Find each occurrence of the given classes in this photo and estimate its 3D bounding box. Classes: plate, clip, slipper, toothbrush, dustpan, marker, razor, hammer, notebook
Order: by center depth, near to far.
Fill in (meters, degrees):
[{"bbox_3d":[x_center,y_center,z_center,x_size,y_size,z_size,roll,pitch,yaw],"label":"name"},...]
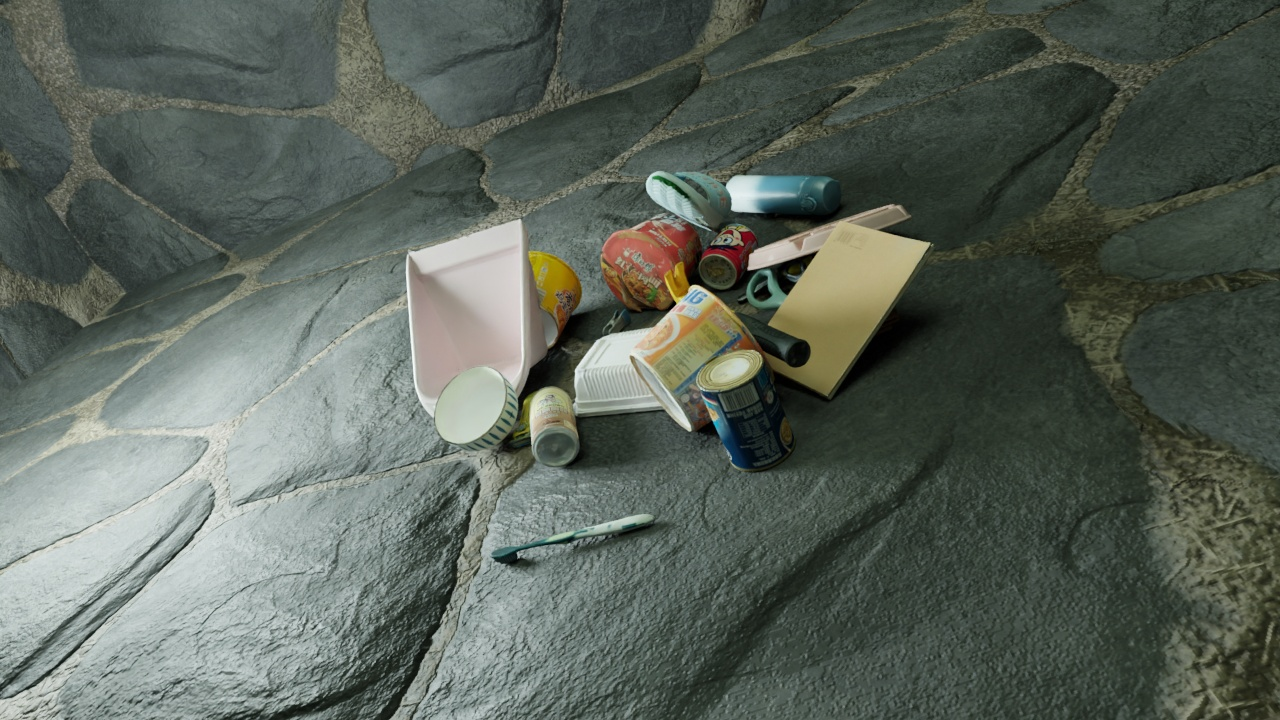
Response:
[{"bbox_3d":[-0.074,0.193,0.986,0.192,0.018,0.016,-15,28,14],"label":"toothbrush"},{"bbox_3d":[0.230,-0.067,1.085,0.211,0.012,0.149,-55,38,-3],"label":"notebook"},{"bbox_3d":[0.113,-0.046,1.112,0.033,0.129,0.301,-40,26,-8],"label":"hammer"},{"bbox_3d":[-0.150,0.072,1.256,0.043,0.028,0.132,-22,25,15],"label":"razor"},{"bbox_3d":[0.254,-0.171,1.260,0.229,0.028,0.229,-19,5,2],"label":"plate"},{"bbox_3d":[0.193,-0.114,1.314,0.124,0.015,0.018,-29,26,-2],"label":"marker"},{"bbox_3d":[-0.250,-0.049,1.334,0.223,0.273,0.138,-15,11,26],"label":"dustpan"},{"bbox_3d":[-0.038,-0.053,1.388,0.041,0.026,0.058,3,41,31],"label":"clip"},{"bbox_3d":[0.099,-0.248,1.429,0.104,0.245,0.074,31,97,26],"label":"slipper"}]

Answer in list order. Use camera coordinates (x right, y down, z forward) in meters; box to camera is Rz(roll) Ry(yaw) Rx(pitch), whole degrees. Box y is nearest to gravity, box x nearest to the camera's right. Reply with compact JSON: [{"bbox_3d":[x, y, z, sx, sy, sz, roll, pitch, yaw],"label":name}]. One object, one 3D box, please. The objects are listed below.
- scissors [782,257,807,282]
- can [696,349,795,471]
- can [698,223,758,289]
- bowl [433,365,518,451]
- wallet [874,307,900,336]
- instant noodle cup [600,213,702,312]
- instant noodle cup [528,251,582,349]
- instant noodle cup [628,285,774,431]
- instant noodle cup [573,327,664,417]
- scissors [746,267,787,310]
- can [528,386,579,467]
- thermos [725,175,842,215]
[{"bbox_3d":[0.241,-0.103,1.238,0.175,0.014,0.159,-39,35,-20],"label":"scissors"},{"bbox_3d":[0.112,0.052,0.973,0.075,0.111,0.075,-20,27,10],"label":"can"},{"bbox_3d":[0.132,-0.156,1.380,0.067,0.066,0.093,-5,33,34],"label":"can"},{"bbox_3d":[-0.213,0.072,1.241,0.117,0.066,0.116,-14,58,22],"label":"bowl"},{"bbox_3d":[0.260,-0.064,1.142,0.119,0.035,0.130,-26,32,9],"label":"wallet"},{"bbox_3d":[0.024,-0.159,1.414,0.138,0.138,0.108,-2,28,37],"label":"instant noodle cup"},{"bbox_3d":[-0.169,-0.085,1.448,0.138,0.138,0.109,-13,38,22],"label":"instant noodle cup"},{"bbox_3d":[0.066,0.004,1.073,0.111,0.151,0.151,-38,29,-8],"label":"instant noodle cup"},{"bbox_3d":[-0.007,0.007,1.215,0.174,0.060,0.137,-6,32,31],"label":"instant noodle cup"},{"bbox_3d":[0.197,-0.094,1.189,0.181,0.019,0.170,11,55,48],"label":"scissors"},{"bbox_3d":[-0.111,0.083,1.164,0.058,0.058,0.116,-24,26,3],"label":"can"},{"bbox_3d":[0.233,-0.273,1.508,0.070,0.070,0.221,-38,29,-24],"label":"thermos"}]
